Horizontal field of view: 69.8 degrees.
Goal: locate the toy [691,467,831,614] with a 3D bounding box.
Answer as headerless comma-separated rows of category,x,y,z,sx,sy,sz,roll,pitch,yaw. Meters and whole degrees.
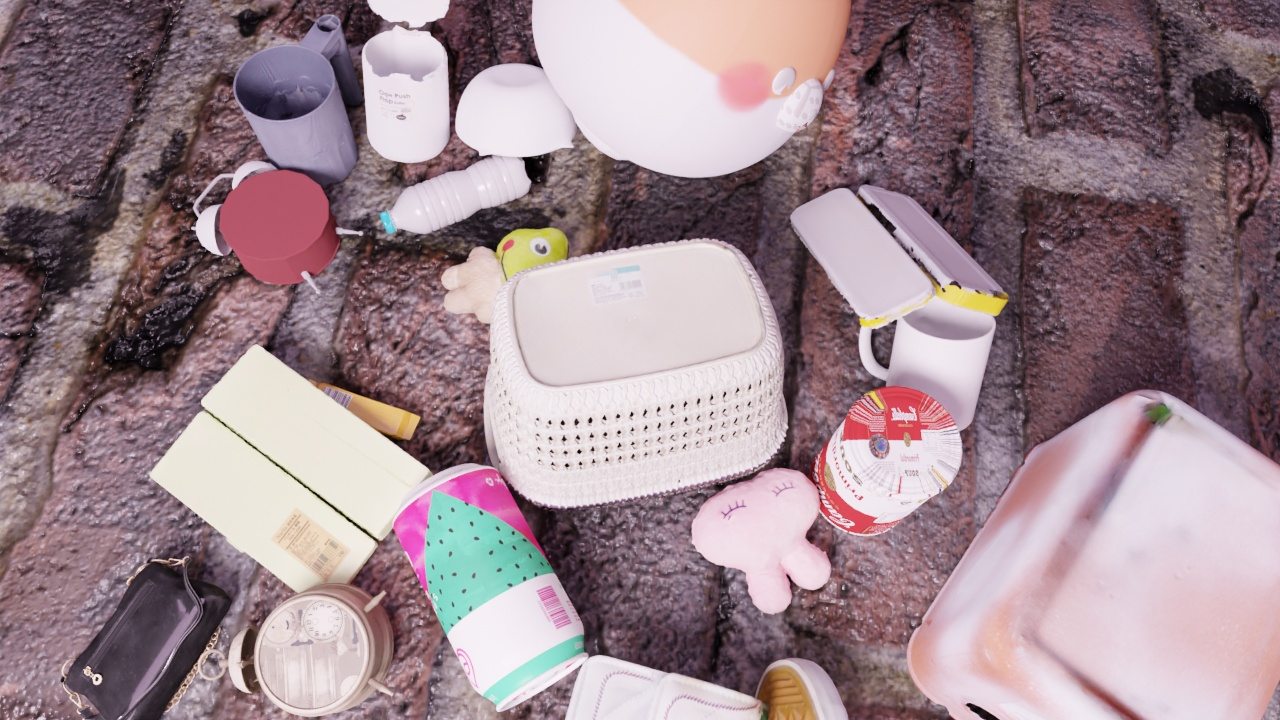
toy,0.101,0.141,0.721,0.108,0.053,0.105,-27,85,-16

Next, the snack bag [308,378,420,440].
snack bag,-0.232,0.042,0.759,0.099,0.020,0.026,17,72,4

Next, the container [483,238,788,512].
container,-0.004,0.004,0.722,0.251,0.143,0.184,-10,54,-8

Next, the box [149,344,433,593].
box,-0.276,0.090,0.722,0.187,0.030,0.138,35,77,10

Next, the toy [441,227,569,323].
toy,-0.116,-0.072,0.803,0.117,0.043,0.092,-12,69,-6

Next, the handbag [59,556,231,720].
handbag,-0.359,0.203,0.664,0.079,0.054,0.128,24,69,11

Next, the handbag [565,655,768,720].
handbag,0.001,0.312,0.613,0.142,0.096,0.198,14,65,3

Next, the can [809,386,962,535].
can,0.186,0.080,0.713,0.086,0.117,0.086,1,66,-3

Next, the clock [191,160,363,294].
clock,-0.326,-0.122,0.810,0.137,0.048,0.096,25,67,8

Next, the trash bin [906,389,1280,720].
trash bin,0.346,0.167,0.663,0.181,0.158,0.259,38,69,12

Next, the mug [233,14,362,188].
mug,-0.296,-0.231,0.829,0.084,0.104,0.123,21,66,6

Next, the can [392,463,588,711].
can,-0.111,0.163,0.675,0.088,0.088,0.166,-28,71,-15

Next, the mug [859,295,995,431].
mug,0.230,-0.004,0.762,0.073,0.091,0.110,-28,42,-34

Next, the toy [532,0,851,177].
toy,0.054,-0.295,0.780,0.265,0.282,0.262,52,37,13

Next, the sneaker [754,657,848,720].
sneaker,0.141,0.324,0.629,0.079,0.088,0.235,12,57,-33

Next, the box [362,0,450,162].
box,-0.211,-0.264,0.819,0.084,0.166,0.094,10,55,-5

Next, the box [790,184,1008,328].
box,0.213,-0.095,0.785,0.128,0.046,0.209,-8,35,-6

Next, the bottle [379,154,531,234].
bottle,-0.169,-0.149,0.833,0.136,0.044,0.044,-24,70,-13

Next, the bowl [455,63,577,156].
bowl,-0.115,-0.239,0.848,0.114,0.051,0.114,2,41,-2

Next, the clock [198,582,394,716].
clock,-0.248,0.211,0.658,0.141,0.054,0.093,-7,80,-2
